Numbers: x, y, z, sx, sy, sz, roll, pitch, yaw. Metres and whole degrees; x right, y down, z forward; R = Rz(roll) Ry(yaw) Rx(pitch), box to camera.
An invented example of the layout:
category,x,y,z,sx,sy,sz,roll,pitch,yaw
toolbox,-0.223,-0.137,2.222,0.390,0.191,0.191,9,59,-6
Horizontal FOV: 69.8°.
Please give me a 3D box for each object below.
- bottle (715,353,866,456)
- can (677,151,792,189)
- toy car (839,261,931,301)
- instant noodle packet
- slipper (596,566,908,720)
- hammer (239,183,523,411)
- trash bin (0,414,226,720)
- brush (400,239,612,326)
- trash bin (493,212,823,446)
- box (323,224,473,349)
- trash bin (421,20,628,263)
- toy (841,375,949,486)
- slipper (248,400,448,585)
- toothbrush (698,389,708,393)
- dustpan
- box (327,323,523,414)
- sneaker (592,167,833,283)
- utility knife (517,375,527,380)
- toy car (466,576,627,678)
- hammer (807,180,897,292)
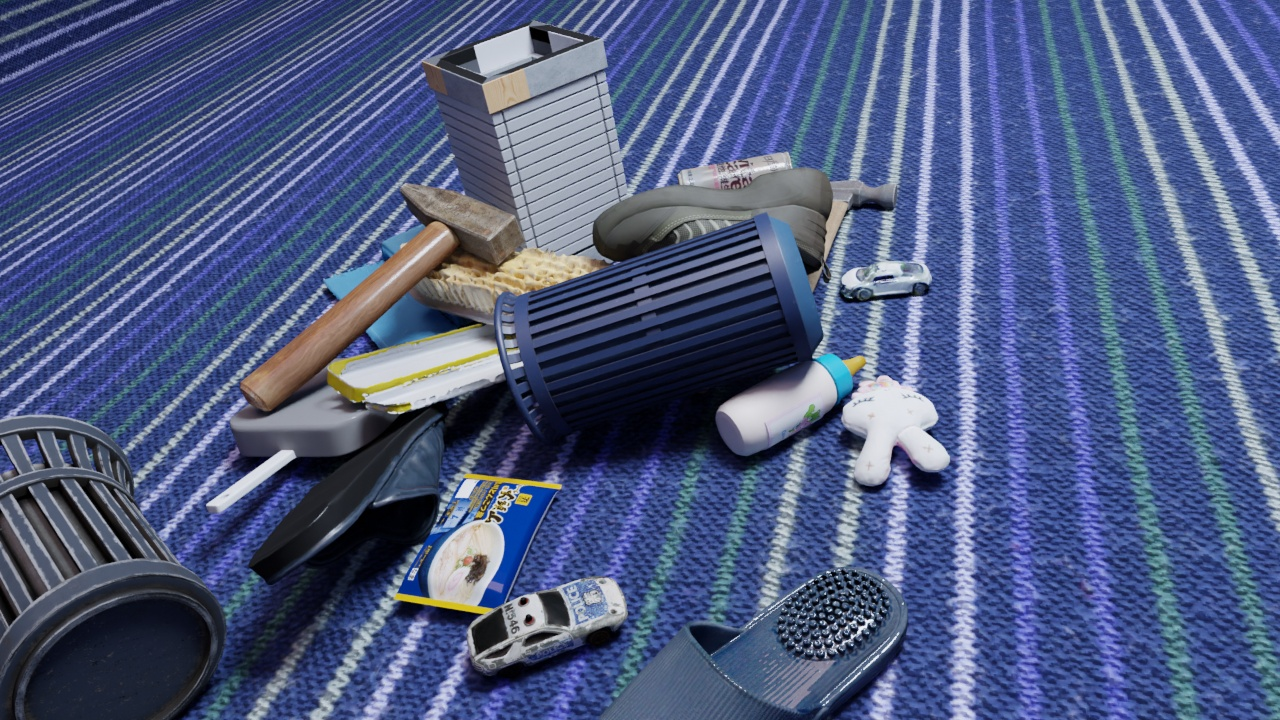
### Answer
category,x,y,z,sx,sy,sz,roll,pitch,yaw
bottle,0.134,0.030,0.774,0.146,0.051,0.051,-26,38,-20
can,0.115,-0.216,1.118,0.136,0.054,0.054,-10,35,4
toy car,0.245,-0.083,0.919,0.090,0.027,0.038,-6,38,9
instant noodle packet,-0.124,0.140,0.719,0.087,0.026,0.134,4,39,16
slipper,0.056,0.191,0.551,0.263,0.083,0.101,-30,37,-25
hammer,-0.272,-0.063,0.909,0.158,0.037,0.300,26,61,32
trash bin,-0.415,0.161,0.665,0.163,0.164,0.227,-36,45,-30
brush,-0.133,-0.078,0.950,0.272,0.057,0.083,14,48,25
trash bin,0.019,-0.029,0.777,0.250,0.139,0.139,-18,34,9
box,-0.260,-0.090,1.074,0.174,0.033,0.231,-31,40,-22
trash bin,-0.117,-0.226,1.031,0.142,0.247,0.142,-30,39,-23
toy,0.202,0.048,0.742,0.076,0.037,0.125,-8,36,11
slipper,-0.210,0.117,0.741,0.109,0.083,0.265,-33,12,15
toothbrush,-0.005,0.005,0.880,0.167,0.016,0.016,15,43,31
dustpan,-0.310,0.060,0.855,0.163,0.033,0.256,-2,22,22
box,-0.176,0.004,0.867,0.130,0.034,0.209,16,24,40
sneaker,0.076,-0.095,0.899,0.238,0.101,0.142,-8,78,8
utility knife,-0.161,0.005,0.927,0.117,0.015,0.022,15,34,30
toy car,-0.065,0.179,0.635,0.112,0.041,0.048,-18,37,-10
hammer,0.182,-0.103,0.973,0.119,0.031,0.330,8,43,23
